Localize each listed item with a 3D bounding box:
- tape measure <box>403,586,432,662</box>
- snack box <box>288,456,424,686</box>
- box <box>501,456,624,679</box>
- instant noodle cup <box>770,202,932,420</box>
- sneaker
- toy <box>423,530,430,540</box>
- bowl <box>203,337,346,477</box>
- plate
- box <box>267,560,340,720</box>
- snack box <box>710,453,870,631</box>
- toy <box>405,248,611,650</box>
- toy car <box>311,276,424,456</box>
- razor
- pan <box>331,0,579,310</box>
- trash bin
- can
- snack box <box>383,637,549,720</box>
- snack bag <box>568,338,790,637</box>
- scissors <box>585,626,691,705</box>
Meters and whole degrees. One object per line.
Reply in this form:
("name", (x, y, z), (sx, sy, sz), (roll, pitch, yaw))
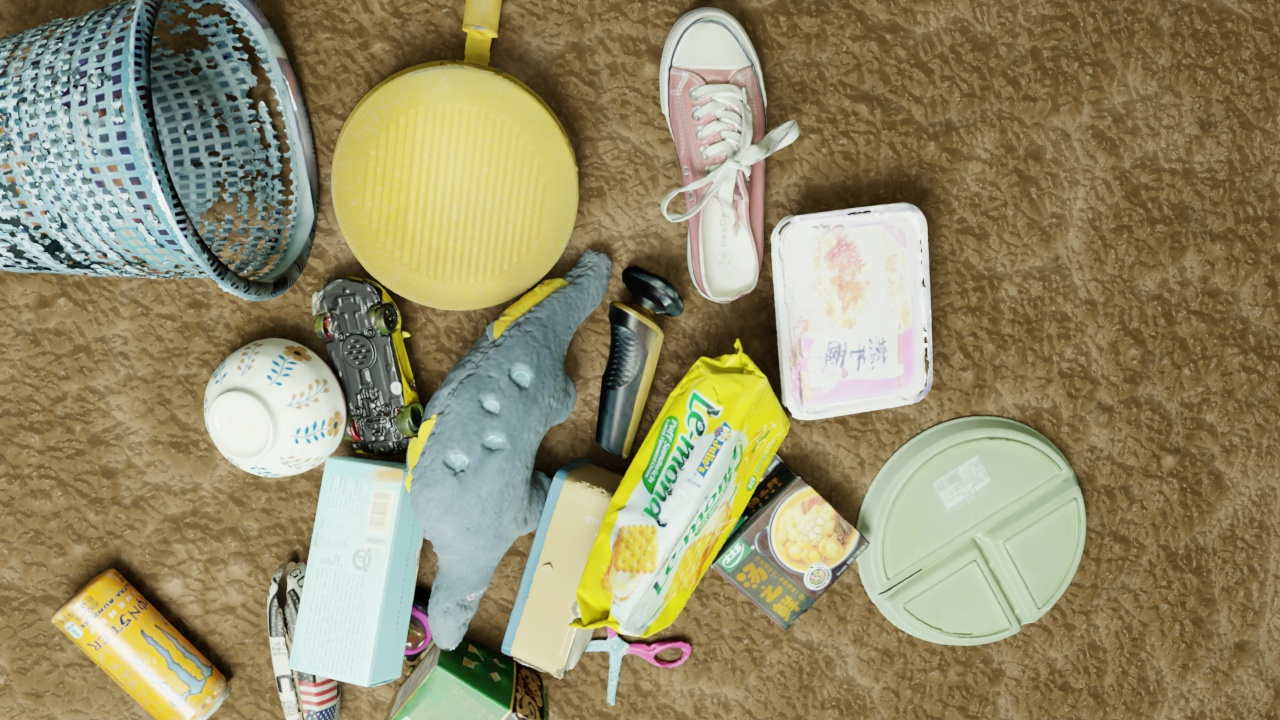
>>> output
("tape measure", (-0.204, 0.228, 0.799), (0.058, 0.039, 0.057), (43, 92, -13))
("snack box", (-0.224, 0.168, 0.742), (0.074, 0.051, 0.174), (5, 82, 19))
("box", (-0.056, 0.168, 0.779), (0.062, 0.089, 0.184), (17, 95, 12))
("instant noodle cup", (0.175, -0.044, 0.790), (0.138, 0.060, 0.173), (-8, 103, -10))
("sneaker", (0.068, -0.163, 0.741), (0.118, 0.088, 0.241), (-6, 102, -7))
("toy", (-0.163, 0.104, 0.783), (0.084, 0.039, 0.108), (33, 91, -9))
("bowl", (-0.299, 0.044, 0.725), (0.113, 0.062, 0.113), (3, 105, 13))
("plate", (0.317, 0.166, 0.867), (0.230, 0.027, 0.230), (-1, 100, -8))
("box", (-0.291, 0.251, 0.781), (0.060, 0.072, 0.164), (-4, 99, 18))
("snack box", (0.122, 0.160, 0.831), (0.125, 0.053, 0.113), (42, 92, -18))
("toy", (-0.116, 0.068, 0.729), (0.091, 0.137, 0.356), (20, 91, 29))
("toy car", (-0.219, 0.006, 0.751), (0.071, 0.041, 0.156), (-7, 103, 17))
("razor", (-0.005, 0.005, 0.785), (0.067, 0.062, 0.167), (1, 108, -40))
("pan", (-0.133, -0.216, 0.727), (0.197, 0.078, 0.358), (8, 105, -13))
("trash bin", (-0.365, -0.146, 0.637), (0.195, 0.226, 0.226), (-5, 101, 6))
("can", (-0.414, 0.243, 0.764), (0.058, 0.058, 0.146), (-38, 103, 0))
("snack box", (-0.155, 0.305, 0.784), (0.105, 0.117, 0.118), (38, 90, -8))
("snack bag", (0.034, 0.112, 0.744), (0.068, 0.158, 0.246), (28, 83, 23))
("scissors", (-0.017, 0.259, 0.844), (0.133, 0.017, 0.133), (2, 104, -8))
